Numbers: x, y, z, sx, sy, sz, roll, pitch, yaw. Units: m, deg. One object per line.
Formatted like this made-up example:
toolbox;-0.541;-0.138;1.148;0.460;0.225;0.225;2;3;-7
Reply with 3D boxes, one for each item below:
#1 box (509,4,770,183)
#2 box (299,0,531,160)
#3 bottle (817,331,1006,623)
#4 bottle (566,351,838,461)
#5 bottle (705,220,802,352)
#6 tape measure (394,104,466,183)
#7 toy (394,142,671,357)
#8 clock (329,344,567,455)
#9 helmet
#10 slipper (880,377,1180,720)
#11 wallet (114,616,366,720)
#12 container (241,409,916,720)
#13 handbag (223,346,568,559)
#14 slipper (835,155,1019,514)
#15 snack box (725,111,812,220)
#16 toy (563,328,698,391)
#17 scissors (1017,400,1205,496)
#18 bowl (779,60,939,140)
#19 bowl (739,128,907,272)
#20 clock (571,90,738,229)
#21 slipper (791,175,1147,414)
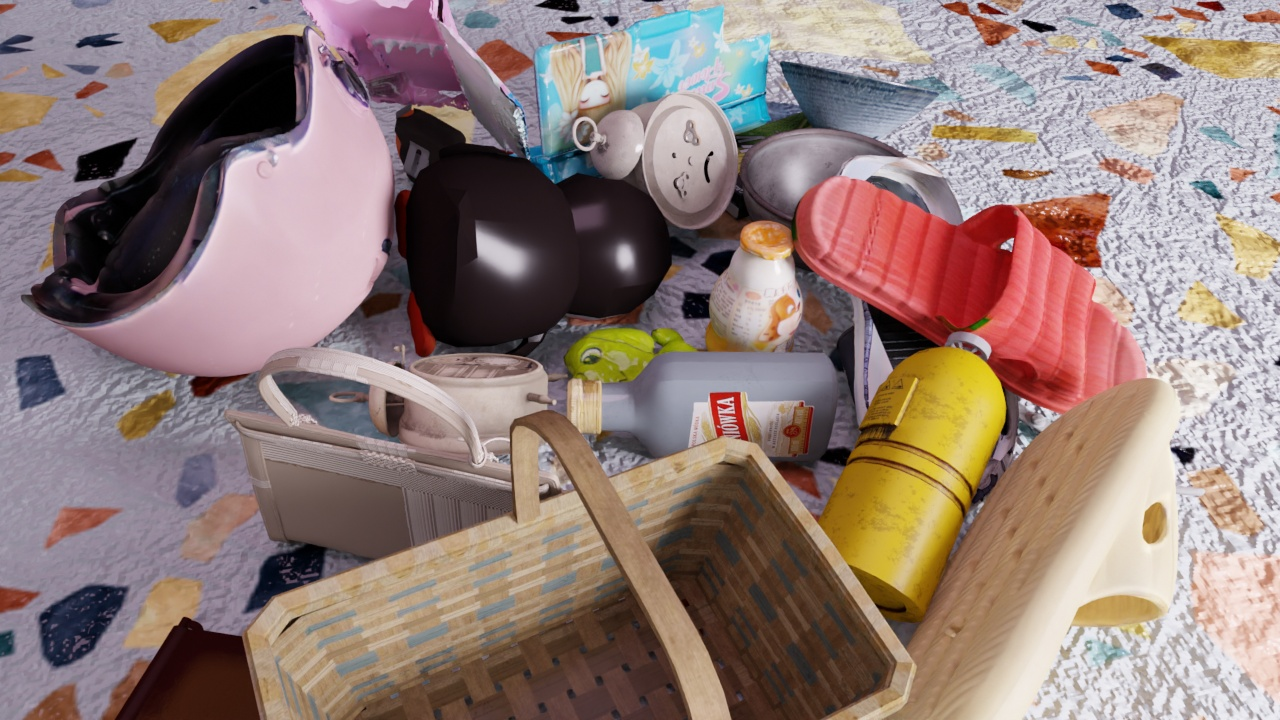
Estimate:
box;0.008;-0.207;0.768;0.226;0.171;0.085;-23;79;-24
box;-0.137;-0.204;0.645;0.160;0.230;0.063;27;89;-5
bottle;0.155;0.055;0.513;0.071;0.071;0.163;23;67;19
bottle;0.036;0.029;0.569;0.161;0.072;0.046;1;39;-3
bottle;0.078;-0.041;0.617;0.063;0.109;0.063;1;45;-1
tape measure;-0.181;-0.175;0.776;0.058;0.059;0.038;31;48;9
toy;-0.061;-0.079;0.630;0.183;0.140;0.159;-6;81;-25
clock;-0.118;0.020;0.556;0.141;0.054;0.093;2;11;1
helmet;-0.255;-0.098;0.604;0.230;0.152;0.255;-35;43;13
slipper;0.217;0.118;0.480;0.079;0.112;0.260;46;62;-1
wallet;-0.197;0.175;0.446;0.116;0.018;0.091;8;45;8
container;-0.020;0.120;0.376;0.249;0.187;0.157;-17;53;-24
handbag;-0.120;0.049;0.446;0.176;0.198;0.062;11;62;7
slipper;0.180;-0.018;0.619;0.111;0.063;0.263;-1;68;-10
snack box;0.120;-0.178;0.821;0.147;0.025;0.080;-24;50;-25
toy;-0.004;0.004;0.621;0.093;0.036;0.094;22;41;14
scissors;0.280;0.045;0.606;0.118;0.014;0.161;-11;47;0
bowl;0.181;-0.216;0.790;0.137;0.057;0.137;10;18;-3
bowl;0.148;-0.119;0.732;0.145;0.067;0.144;2;44;-2
clock;0.006;-0.157;0.707;0.156;0.103;0.061;7;1;-43
slipper;0.216;-0.050;0.571;0.249;0.059;0.103;28;61;-3
